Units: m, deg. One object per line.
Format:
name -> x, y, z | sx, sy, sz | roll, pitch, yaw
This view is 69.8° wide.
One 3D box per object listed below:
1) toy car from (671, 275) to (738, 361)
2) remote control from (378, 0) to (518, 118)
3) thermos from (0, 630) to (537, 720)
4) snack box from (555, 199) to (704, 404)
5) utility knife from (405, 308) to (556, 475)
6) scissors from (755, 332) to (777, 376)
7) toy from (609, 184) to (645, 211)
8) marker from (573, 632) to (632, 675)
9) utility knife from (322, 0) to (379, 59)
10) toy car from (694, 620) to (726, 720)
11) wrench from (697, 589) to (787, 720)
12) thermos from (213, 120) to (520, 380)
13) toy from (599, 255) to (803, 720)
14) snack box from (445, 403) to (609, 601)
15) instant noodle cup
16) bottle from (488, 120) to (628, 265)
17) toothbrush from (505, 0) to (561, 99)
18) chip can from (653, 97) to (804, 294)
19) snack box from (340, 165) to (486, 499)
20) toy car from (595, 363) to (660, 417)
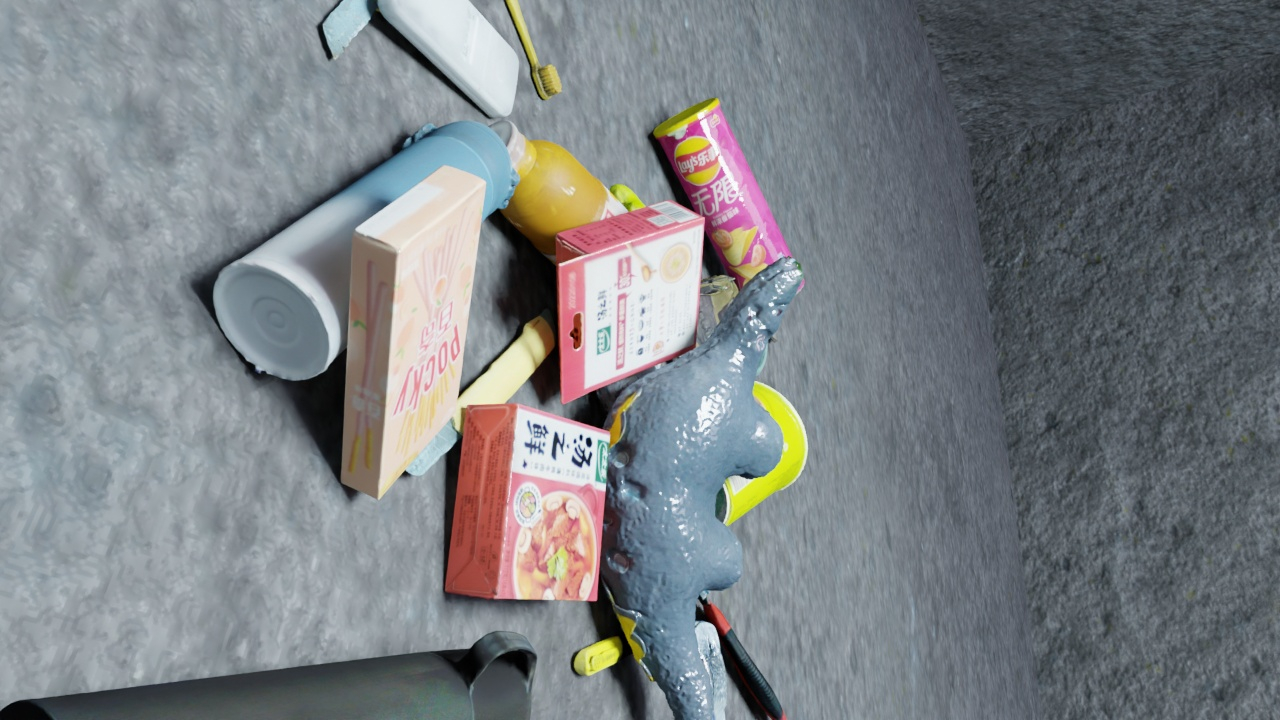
toy car -> 0.062, -0.040, 0.883 | 0.157, 0.042, 0.070 | -29, 104, -58
remote control -> -0.126, -0.219, 0.619 | 0.136, 0.020, 0.055 | 35, 56, -60
thermos -> -0.136, 0.156, 0.396 | 0.068, 0.090, 0.242 | 43, 13, 29
snack box -> -0.017, -0.044, 0.658 | 0.126, 0.044, 0.113 | -22, 130, -32
utility knife -> -0.096, 0.017, 0.593 | 0.031, 0.021, 0.204 | 63, 25, -17
scissors -> 0.114, -0.064, 1.010 | 0.171, 0.019, 0.169 | 60, 32, -31
toy -> 0.002, -0.100, 0.785 | 0.096, 0.031, 0.100 | 56, -11, 40
marker -> -0.011, 0.209, 0.674 | 0.124, 0.015, 0.018 | 6, 79, -62
utility knife -> -0.156, -0.257, 0.599 | 0.033, 0.015, 0.215 | 52, 38, -34
toy car -> 0.051, 0.266, 0.747 | 0.049, 0.031, 0.105 | 21, 62, -56
wrench -> 0.078, 0.240, 0.796 | 0.016, 0.056, 0.273 | -38, 124, -17
thermos -> -0.139, -0.074, 0.508 | 0.070, 0.070, 0.219 | 64, 30, -24
toy -> 0.031, 0.086, 0.668 | 0.091, 0.138, 0.356 | 123, -18, -85
snack box -> -0.061, 0.094, 0.584 | 0.127, 0.044, 0.113 | 23, 68, -56
instant noodle cup -> 0.066, 0.088, 0.780 | 0.123, 0.112, 0.112 | -31, 107, -51
bottle -> -0.050, -0.104, 0.674 | 0.189, 0.068, 0.067 | 40, 46, -48
toothbrush -> -0.103, -0.297, 0.711 | 0.015, 0.017, 0.190 | -46, 119, -58
chip can -> 0.093, -0.154, 0.930 | 0.210, 0.072, 0.071 | 60, 32, -19
snack box -> -0.116, -0.012, 0.466 | 0.084, 0.026, 0.158 | -58, 167, -52
toy car -> -0.004, 0.004, 0.749 | 0.054, 0.037, 0.120 | 57, 31, -33
